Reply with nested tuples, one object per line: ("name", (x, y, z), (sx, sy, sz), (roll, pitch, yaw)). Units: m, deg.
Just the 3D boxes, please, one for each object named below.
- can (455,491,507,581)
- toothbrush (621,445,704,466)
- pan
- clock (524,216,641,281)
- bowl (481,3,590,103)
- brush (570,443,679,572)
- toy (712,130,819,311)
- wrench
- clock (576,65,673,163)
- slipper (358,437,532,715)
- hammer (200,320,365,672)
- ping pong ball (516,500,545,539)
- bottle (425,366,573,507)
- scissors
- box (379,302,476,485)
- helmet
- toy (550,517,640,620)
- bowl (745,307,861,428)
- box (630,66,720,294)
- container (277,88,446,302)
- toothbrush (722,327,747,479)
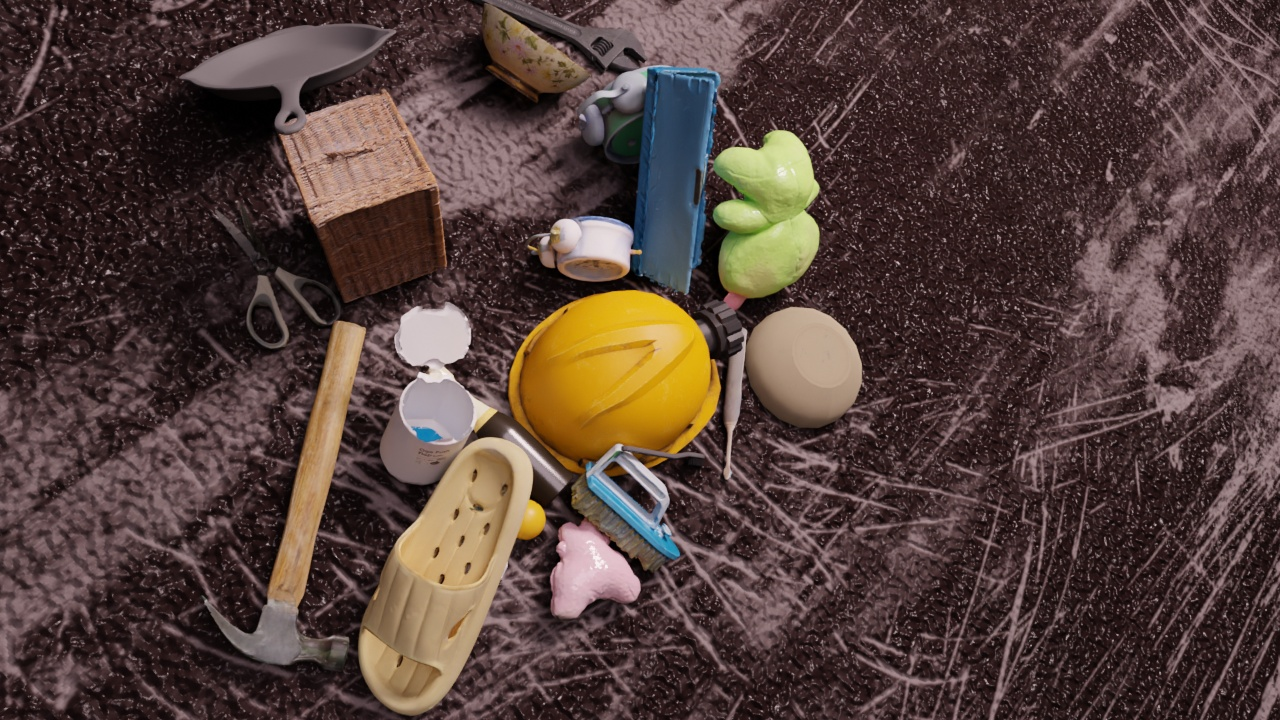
("can", (-0.158, 0.165, 0.900), (0.055, 0.055, 0.101), (3, 70, -21))
("toothbrush", (0.027, 0.099, 0.968), (0.167, 0.013, 0.013), (19, 71, -57))
("pan", (-0.337, -0.272, 0.891), (0.216, 0.024, 0.354), (-16, 36, -10))
("clock", (-0.066, -0.126, 1.023), (0.125, 0.089, 0.052), (7, 75, -20))
("bowl", (-0.134, -0.347, 1.072), (0.145, 0.145, 0.063), (32, 100, -8))
("brush", (-0.003, 0.155, 0.942), (0.075, 0.055, 0.136), (-42, 107, 9))
("toy", (0.154, -0.161, 1.080), (0.149, 0.107, 0.197), (-26, 115, -30))
("wrench", (-0.120, -0.426, 1.150), (0.273, 0.018, 0.073), (19, 66, -13))
("clock", (-0.005, -0.285, 1.075), (0.161, 0.122, 0.075), (-5, 71, -48))
("slipper", (-0.186, 0.186, 0.829), (0.111, 0.079, 0.261), (21, 79, 23))
("hammer", (-0.314, 0.116, 0.872), (0.132, 0.033, 0.329), (13, 67, -16))
("ping pong ball", (-0.116, 0.161, 0.926), (0.040, 0.040, 0.040), (7, 69, -19))
("bottle", (-0.149, 0.071, 0.942), (0.184, 0.045, 0.045), (44, 62, -2))
("scissors", (-0.380, -0.082, 0.925), (0.165, 0.013, 0.150), (27, 63, -13))
("box", (-0.205, 0.034, 0.885), (0.084, 0.147, 0.136), (5, 58, -25))
("helmet", (-0.006, 0.006, 0.976), (0.254, 0.132, 0.205), (-24, 82, -26))
("toy", (-0.053, 0.207, 0.928), (0.099, 0.053, 0.095), (-9, 72, -29))
("bowl", (0.205, 0.002, 1.104), (0.152, 0.051, 0.152), (7, 69, -19))
("box", (0.060, -0.198, 1.013), (0.094, 0.112, 0.232), (-10, 117, -36))
("container", (-0.266, -0.155, 0.893), (0.113, 0.199, 0.112), (-22, 76, -15))
("toothbrush", (0.107, 0.048, 1.066), (0.022, 0.024, 0.185), (-2, 67, 20))
